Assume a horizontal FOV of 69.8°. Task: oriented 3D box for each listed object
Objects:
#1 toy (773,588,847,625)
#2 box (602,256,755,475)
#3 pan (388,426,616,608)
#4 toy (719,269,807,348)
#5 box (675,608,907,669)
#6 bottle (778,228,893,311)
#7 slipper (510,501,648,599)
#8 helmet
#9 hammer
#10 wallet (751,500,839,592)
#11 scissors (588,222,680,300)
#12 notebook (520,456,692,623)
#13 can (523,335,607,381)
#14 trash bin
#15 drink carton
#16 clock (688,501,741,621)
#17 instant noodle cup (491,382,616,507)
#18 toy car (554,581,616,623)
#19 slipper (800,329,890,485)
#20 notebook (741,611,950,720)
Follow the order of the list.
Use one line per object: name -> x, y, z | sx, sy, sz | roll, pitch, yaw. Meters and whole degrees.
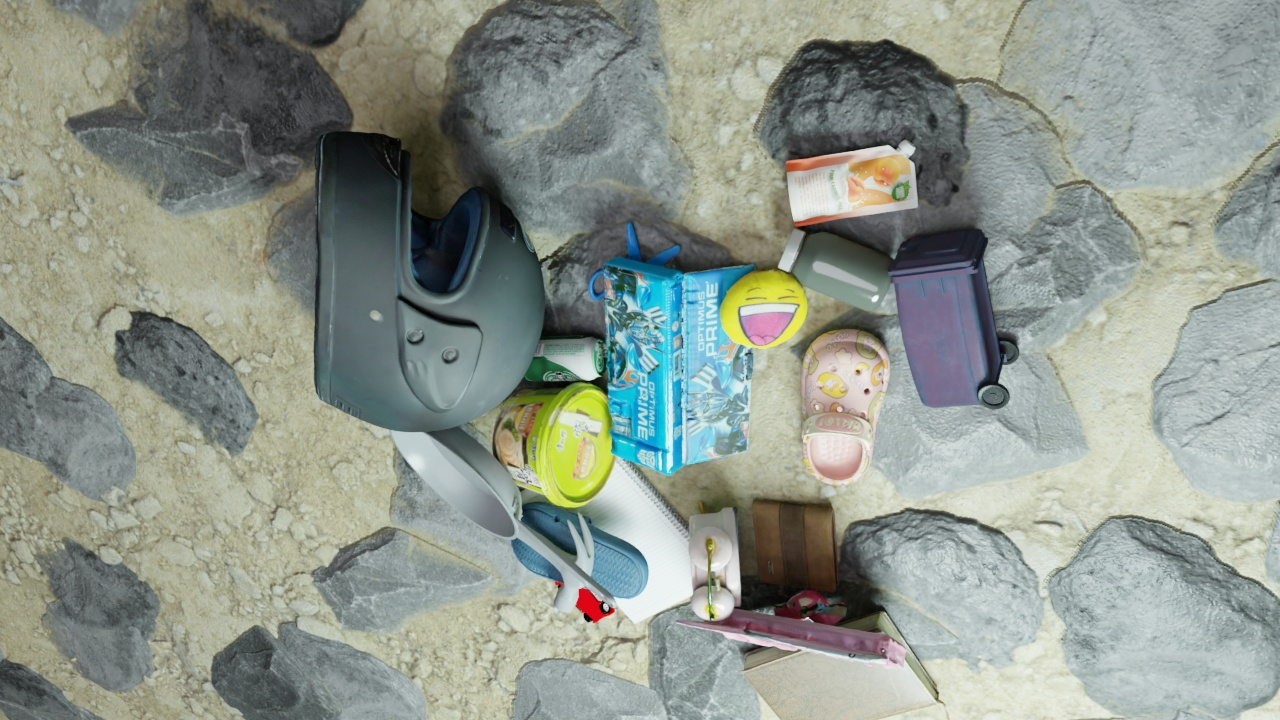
toy -> 0.205, 0.305, 1.142 | 0.065, 0.050, 0.103 | 14, 156, -16
box -> 0.041, 0.012, 1.016 | 0.170, 0.071, 0.244 | 2, 117, 8
pan -> -0.155, 0.170, 1.059 | 0.357, 0.050, 0.201 | 27, 150, 26
toy -> 0.131, -0.054, 0.974 | 0.095, 0.041, 0.094 | -2, 121, -9
box -> 0.179, 0.322, 1.079 | 0.233, 0.039, 0.179 | 2, 162, 29
bottle -> 0.198, -0.094, 0.927 | 0.108, 0.060, 0.060 | 22, 121, 6
slipper -> -0.080, 0.240, 1.189 | 0.214, 0.059, 0.104 | 14, 112, 27
helmet -> -0.220, -0.078, 0.976 | 0.235, 0.249, 0.317 | 2, 117, -15
hammer -> -0.189, 0.191, 1.186 | 0.311, 0.029, 0.125 | 31, 117, 19
wallet -> 0.190, 0.226, 1.120 | 0.099, 0.026, 0.121 | 2, 118, 21
scissors -> -0.001, -0.089, 1.024 | 0.126, 0.015, 0.127 | -32, 107, 31
notebook -> -0.025, 0.228, 1.201 | 0.178, 0.013, 0.245 | -35, 101, 31
can -> -0.093, -0.002, 1.078 | 0.101, 0.053, 0.053 | -1, 116, 20
trash bin -> 0.308, -0.042, 0.899 | 0.092, 0.093, 0.161 | -5, 117, 31
drink carton -> 0.209, -0.173, 0.901 | 0.122, 0.038, 0.069 | -6, 115, 15
clock -> 0.088, 0.239, 1.080 | 0.059, 0.157, 0.117 | -3, 101, 6
instant noodle cup -> -0.102, 0.094, 1.084 | 0.098, 0.145, 0.146 | 6, 120, 34
toy car -> -0.076, 0.324, 1.260 | 0.038, 0.025, 0.089 | -35, 101, 30
slipper -> 0.213, 0.063, 0.994 | 0.093, 0.081, 0.198 | 10, 121, 15
notebook -> 0.270, 0.429, 1.193 | 0.216, 0.034, 0.190 | -30, 104, 29
